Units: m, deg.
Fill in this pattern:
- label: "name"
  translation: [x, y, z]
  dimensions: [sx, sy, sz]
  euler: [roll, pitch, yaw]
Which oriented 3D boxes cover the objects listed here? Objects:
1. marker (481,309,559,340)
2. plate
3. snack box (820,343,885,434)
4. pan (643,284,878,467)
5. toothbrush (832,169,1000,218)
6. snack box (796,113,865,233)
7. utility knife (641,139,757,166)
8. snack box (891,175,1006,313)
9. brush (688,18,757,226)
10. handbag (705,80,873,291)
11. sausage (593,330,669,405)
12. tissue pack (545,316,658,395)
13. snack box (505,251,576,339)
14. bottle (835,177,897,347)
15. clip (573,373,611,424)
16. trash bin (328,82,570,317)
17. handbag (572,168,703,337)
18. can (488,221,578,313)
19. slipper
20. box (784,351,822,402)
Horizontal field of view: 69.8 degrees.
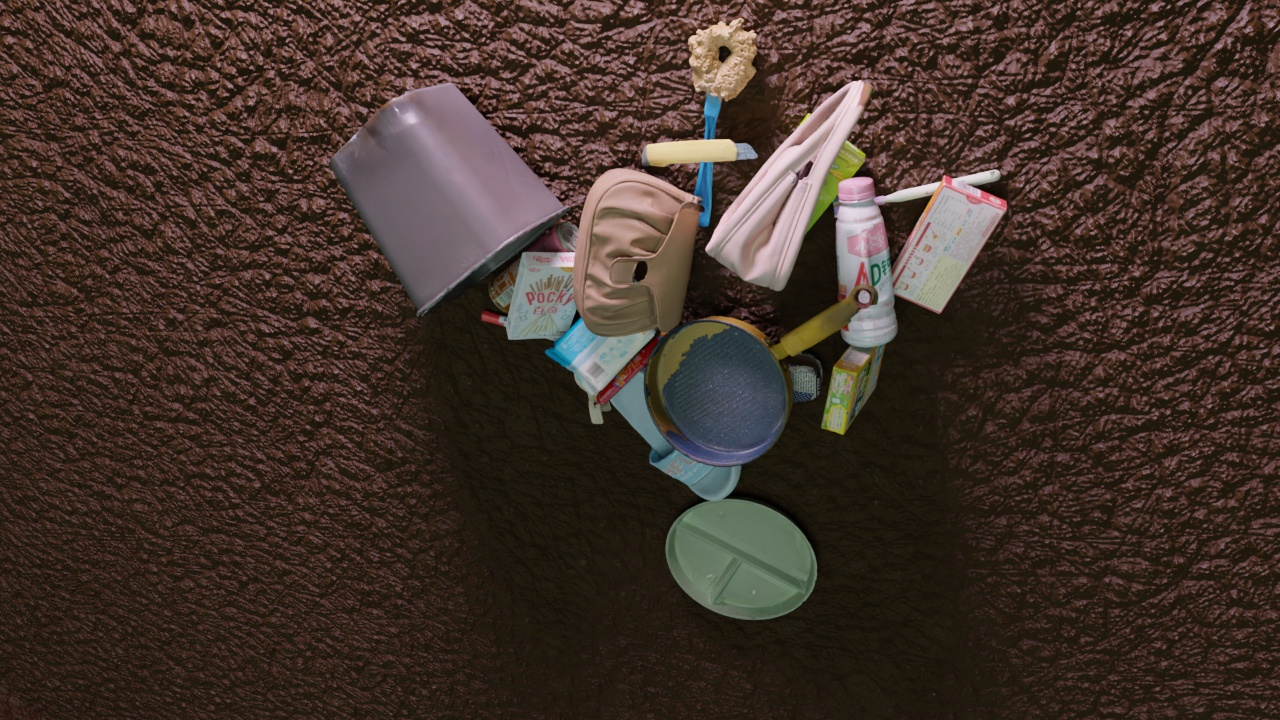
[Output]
- label: "marker"
  translation: [-0.157, -0.045, 1.303]
  dimensions: [0.145, 0.017, 0.017]
  euler: [16, 121, 8]
- label: "plate"
  translation: [0.152, 0.298, 1.387]
  dimensions: [0.230, 0.027, 0.230]
  euler: [7, 119, 13]
- label: "snack box"
  translation: [0.266, 0.022, 1.137]
  dimensions: [0.034, 0.140, 0.087]
  euler: [18, 122, 21]
- label: "pan"
  translation: [0.148, 0.004, 1.128]
  dimensions: [0.358, 0.078, 0.197]
  euler: [-36, 88, 31]
- label: "toothbrush"
  translation: [0.320, -0.197, 1.073]
  dimensions: [0.190, 0.029, 0.020]
  euler: [-9, 158, 20]
- label: "snack box"
  translation: [0.188, -0.208, 1.103]
  dimensions: [0.086, 0.026, 0.157]
  euler: [34, 122, -3]
- label: "utility knife"
  translation: [0.064, -0.245, 1.089]
  dimensions: [0.177, 0.019, 0.031]
  euler: [13, 128, 46]
- label: "snack box"
  translation: [0.355, -0.133, 1.080]
  dimensions: [0.077, 0.026, 0.156]
  euler: [24, 130, 4]
- label: "brush"
  translation: [0.086, -0.279, 1.094]
  dimensions: [0.083, 0.045, 0.255]
  euler: [11, 124, 7]
- label: "handbag"
  translation: [0.172, -0.201, 0.997]
  dimensions: [0.093, 0.193, 0.235]
  euler: [31, 112, -3]
- label: "sausage"
  translation: [-0.007, 0.007, 1.250]
  dimensions: [0.156, 0.020, 0.020]
  euler: [-44, 100, 4]
- label: "tissue pack"
  translation: [-0.050, -0.030, 1.234]
  dimensions: [0.090, 0.063, 0.140]
  euler: [43, 97, -8]
- label: "snack box"
  translation: [-0.125, -0.083, 1.216]
  dimensions: [0.084, 0.026, 0.157]
  euler: [-2, 146, -19]
- label: "bottle"
  translation: [0.264, -0.116, 1.085]
  dimensions: [0.068, 0.068, 0.197]
  euler: [-3, 114, 18]
- label: "clip"
  translation: [-0.070, 0.042, 1.298]
  dimensions: [0.034, 0.076, 0.103]
  euler: [-3, 105, 18]
- label: "trash bin"
  translation: [-0.246, -0.206, 1.150]
  dimensions: [0.199, 0.198, 0.220]
  euler: [-34, 97, 29]
- label: "handbag"
  translation: [-0.005, -0.125, 1.125]
  dimensions: [0.147, 0.099, 0.205]
  euler: [1, 116, -15]
- label: "can"
  translation: [-0.138, -0.122, 1.231]
  dimensions: [0.148, 0.057, 0.058]
  euler: [-35, 103, 29]
- label: "slipper"
  translation: [0.045, 0.103, 1.288]
  dimensions: [0.245, 0.074, 0.104]
  euler: [45, 120, -8]
- label: "box"
  translation: [0.156, 0.028, 1.211]
  dimensions: [0.164, 0.076, 0.075]
  euler: [3, 116, 15]
